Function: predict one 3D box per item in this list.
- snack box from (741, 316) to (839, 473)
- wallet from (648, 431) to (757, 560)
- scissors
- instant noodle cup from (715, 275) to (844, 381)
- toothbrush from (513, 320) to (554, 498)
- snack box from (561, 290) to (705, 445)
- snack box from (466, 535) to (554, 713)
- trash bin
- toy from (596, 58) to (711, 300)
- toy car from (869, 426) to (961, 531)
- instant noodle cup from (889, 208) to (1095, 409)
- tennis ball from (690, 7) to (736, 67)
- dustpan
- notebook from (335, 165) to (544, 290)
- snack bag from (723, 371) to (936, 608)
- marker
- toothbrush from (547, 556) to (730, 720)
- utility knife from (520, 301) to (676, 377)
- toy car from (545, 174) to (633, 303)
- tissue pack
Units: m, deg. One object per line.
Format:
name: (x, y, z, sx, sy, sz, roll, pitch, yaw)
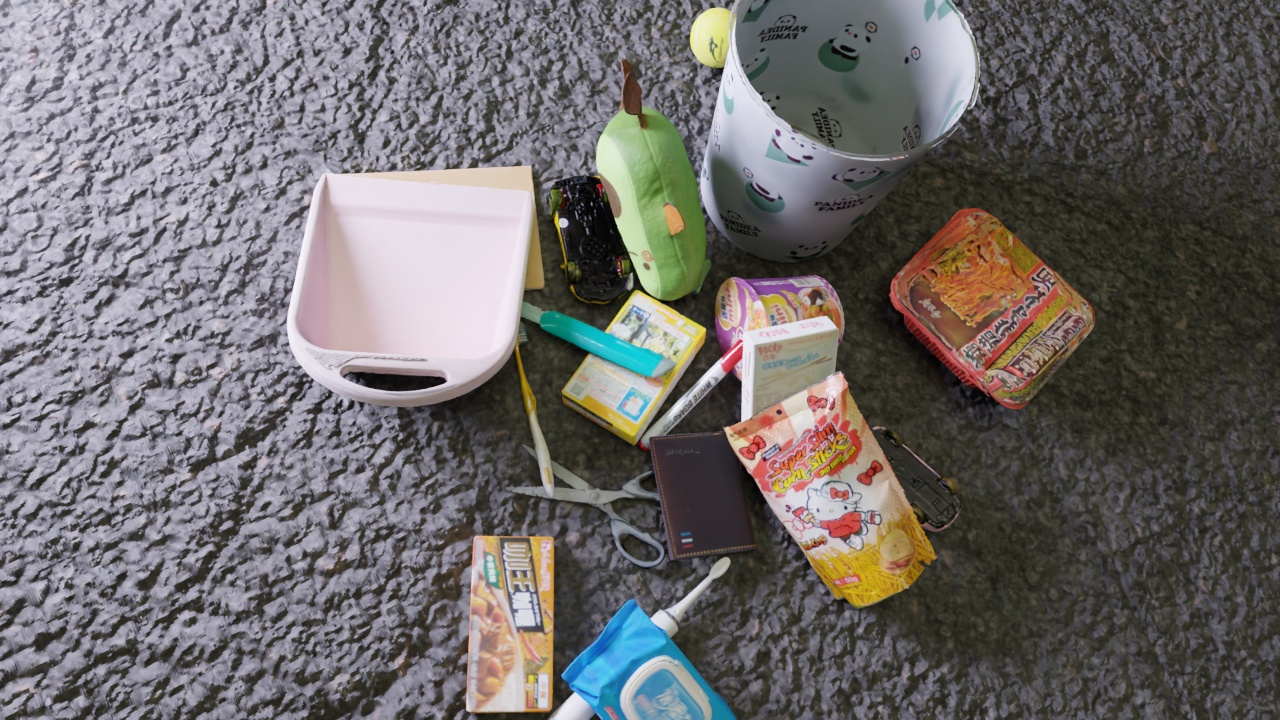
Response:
snack box: (0.141, 0.036, 0.881, 0.084, 0.157, 0.027, -11, 35, -11)
wallet: (0.060, 0.129, 0.890, 0.096, 0.020, 0.122, 0, 68, -26)
scissors: (-0.037, 0.134, 0.888, 0.159, 0.014, 0.174, -24, 74, -15)
instant noodle cup: (0.143, -0.037, 0.930, 0.099, 0.112, 0.111, -11, 72, -22)
toothbrush: (-0.105, 0.044, 0.906, 0.018, 0.016, 0.191, -9, 69, -17)
snack box: (-0.005, 0.005, 0.922, 0.087, 0.034, 0.140, 30, 70, 12)
snack box: (-0.117, 0.238, 0.832, 0.075, 0.026, 0.153, 2, 70, -8)
trash bin: (0.172, -0.234, 0.922, 0.229, 0.252, 0.229, 3, 70, -8)
toy: (0.010, -0.167, 0.905, 0.090, 0.227, 0.247, -18, 111, -2)
toy car: (0.265, 0.120, 0.924, 0.056, 0.037, 0.122, -36, 66, -21)
instant noodle cup: (0.363, -0.052, 0.976, 0.164, 0.079, 0.189, -40, 81, -19)
tennis ball: (0.090, -0.372, 1.060, 0.065, 0.066, 0.065, 3, 70, -7)
dustpan: (-0.211, -0.080, 0.865, 0.222, 0.139, 0.273, 1, 77, -8)
notebook: (-0.211, -0.136, 0.963, 0.207, 0.008, 0.147, -5, 71, -9)
snack bag: (0.179, 0.123, 0.856, 0.129, 0.073, 0.208, -28, 100, 22)
marker: (0.053, 0.035, 0.901, 0.145, 0.017, 0.017, -45, 81, 7)
toothbrush: (0.005, 0.258, 0.842, 0.220, 0.026, 0.027, -41, 72, -19)
utility knife: (-0.058, -0.026, 0.915, 0.205, 0.013, 0.029, 24, 67, 20)
toy car: (-0.054, -0.127, 0.964, 0.071, 0.041, 0.155, -10, 70, -12)
tissue pack: (0.011, 0.294, 0.797, 0.094, 0.052, 0.157, -41, 101, -19)
